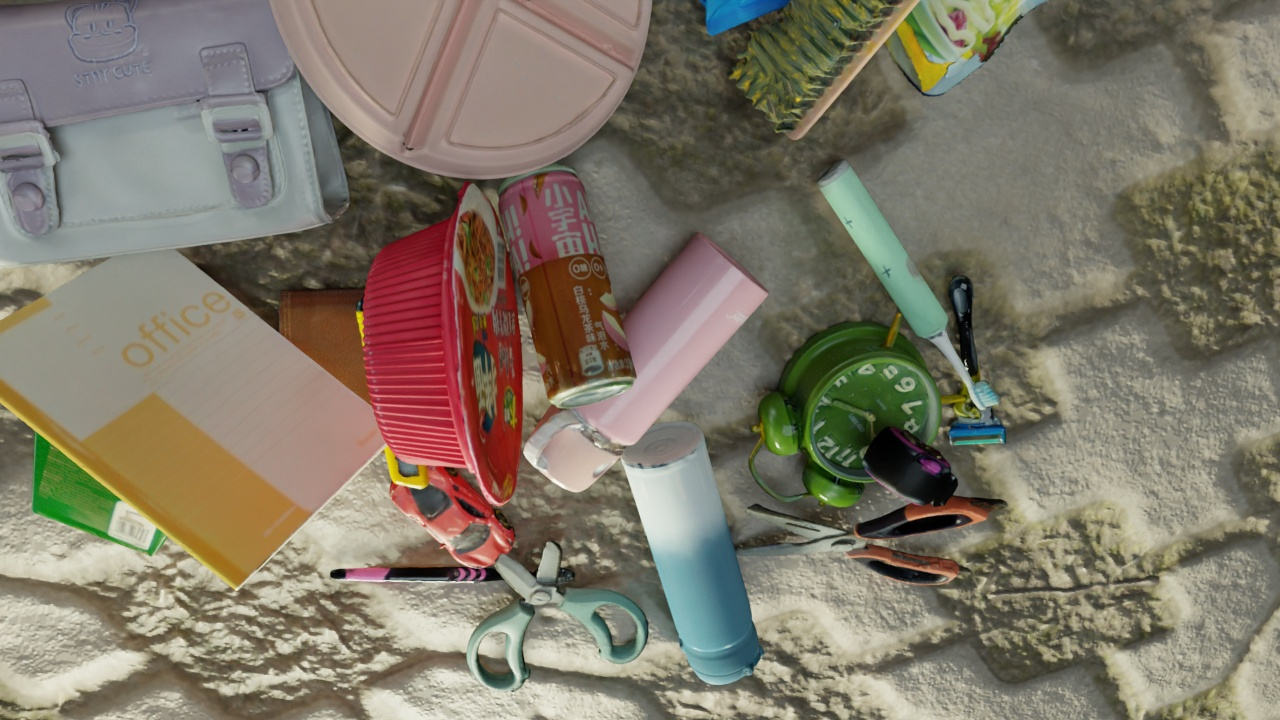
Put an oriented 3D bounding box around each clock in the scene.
[{"bbox_3d":[0.152,0.045,0.686,0.161,0.056,0.116,-40,111,10],"label":"clock"}]

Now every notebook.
[{"bbox_3d":[-0.269,0.022,0.551,0.206,0.145,0.010,39,135,0],"label":"notebook"}]

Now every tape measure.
[{"bbox_3d":[0.187,0.072,0.639,0.057,0.057,0.039,23,104,-32],"label":"tape measure"}]

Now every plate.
[{"bbox_3d":[-0.091,-0.219,0.520,0.229,0.028,0.229,-6,104,-25],"label":"plate"}]

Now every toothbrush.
[{"bbox_3d":[0.195,-0.048,0.661,0.027,0.026,0.224,-23,113,40],"label":"toothbrush"},{"bbox_3d":[-0.145,0.167,0.715,0.189,0.018,0.014,2,69,-7],"label":"toothbrush"}]

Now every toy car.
[{"bbox_3d":[-0.139,0.117,0.690,0.049,0.031,0.106,-36,114,8],"label":"toy car"}]

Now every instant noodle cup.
[{"bbox_3d":[-0.118,-0.007,0.560,0.066,0.193,0.194,-3,112,3],"label":"instant noodle cup"}]

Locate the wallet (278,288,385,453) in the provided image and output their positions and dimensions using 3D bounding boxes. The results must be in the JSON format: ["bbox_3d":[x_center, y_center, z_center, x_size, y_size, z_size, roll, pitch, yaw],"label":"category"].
[{"bbox_3d":[-0.196,0.008,0.639,0.101,0.032,0.125,1,112,-11],"label":"wallet"}]

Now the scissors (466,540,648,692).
[{"bbox_3d":[-0.084,0.214,0.729,0.179,0.019,0.173,-33,125,12],"label":"scissors"}]

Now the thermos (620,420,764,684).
[{"bbox_3d":[0.042,0.155,0.712,0.070,0.070,0.221,-16,113,-1],"label":"thermos"}]

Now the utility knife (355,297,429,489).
[{"bbox_3d":[-0.166,0.022,0.626,0.033,0.015,0.155,-8,113,-8],"label":"utility knife"}]

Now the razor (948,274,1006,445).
[{"bbox_3d":[0.250,0.000,0.700,0.043,0.022,0.143,-7,114,20],"label":"razor"}]

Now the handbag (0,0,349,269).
[{"bbox_3d":[-0.286,-0.139,0.535,0.197,0.098,0.145,-9,107,-5],"label":"handbag"}]

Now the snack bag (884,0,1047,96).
[{"bbox_3d":[0.237,-0.265,0.585,0.191,0.038,0.110,-36,101,6],"label":"snack bag"}]

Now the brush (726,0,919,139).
[{"bbox_3d":[0.121,-0.207,0.551,0.063,0.072,0.146,50,127,10],"label":"brush"}]

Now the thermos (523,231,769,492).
[{"bbox_3d":[-0.004,0.004,0.635,0.199,0.087,0.067,-47,67,11],"label":"thermos"}]

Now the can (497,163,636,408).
[{"bbox_3d":[-0.048,-0.047,0.584,0.058,0.058,0.147,-16,79,-2],"label":"can"}]

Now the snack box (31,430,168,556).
[{"bbox_3d":[-0.324,0.057,0.596,0.118,0.117,0.106,25,111,-13],"label":"snack box"}]

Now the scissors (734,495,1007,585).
[{"bbox_3d":[0.177,0.143,0.722,0.223,0.015,0.189,-13,143,22],"label":"scissors"}]

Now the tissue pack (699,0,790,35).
[{"bbox_3d":[0.063,-0.284,0.544,0.095,0.052,0.157,-16,113,-1],"label":"tissue pack"}]
